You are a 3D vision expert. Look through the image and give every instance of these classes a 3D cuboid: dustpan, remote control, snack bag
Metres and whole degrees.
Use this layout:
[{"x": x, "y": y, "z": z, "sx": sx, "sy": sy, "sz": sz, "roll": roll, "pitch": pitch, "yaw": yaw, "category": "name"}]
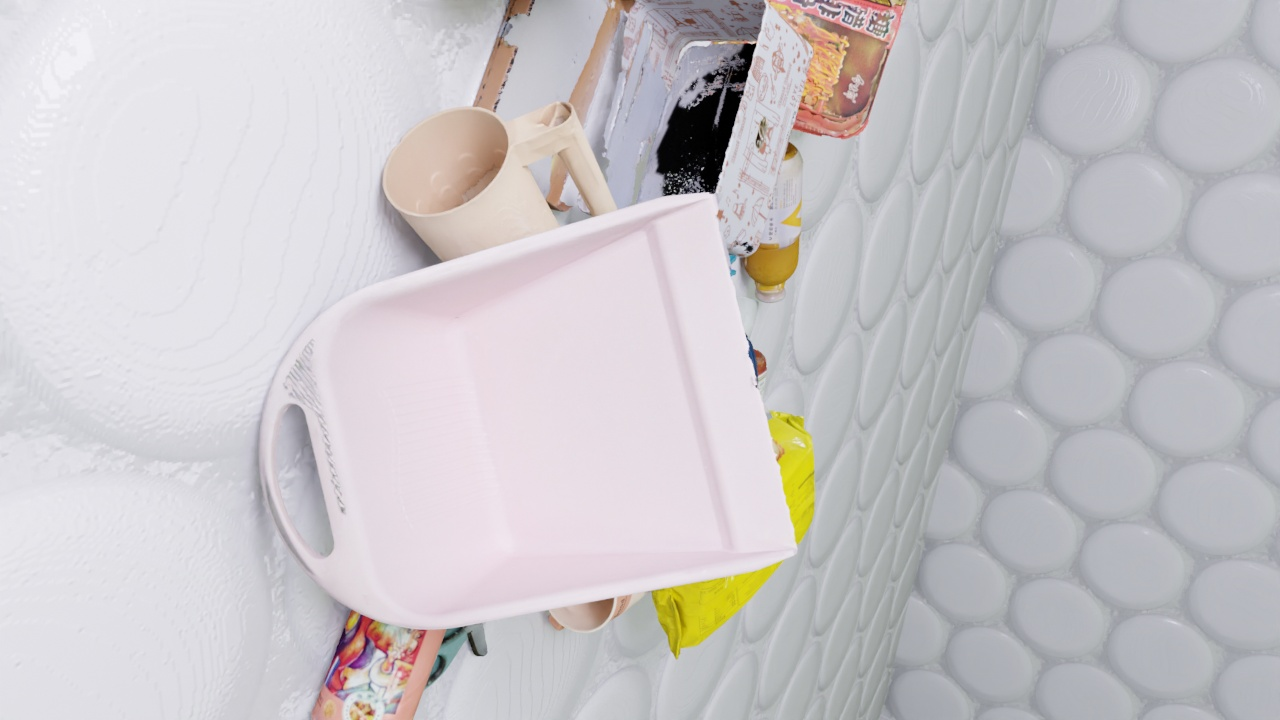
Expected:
[{"x": -0.071, "y": 0.043, "z": 0.524, "sx": 0.138, "sy": 0.274, "sz": 0.222, "roll": -9, "pitch": 82, "yaw": -62, "category": "dustpan"}, {"x": 0.100, "y": -0.050, "z": 1.059, "sx": 0.135, "sy": 0.019, "sz": 0.056, "roll": 4, "pitch": 102, "yaw": -62, "category": "remote control"}, {"x": 0.101, "y": 0.174, "z": 0.940, "sx": 0.245, "sy": 0.068, "sz": 0.158, "roll": -41, "pitch": 139, "yaw": -32, "category": "snack bag"}]

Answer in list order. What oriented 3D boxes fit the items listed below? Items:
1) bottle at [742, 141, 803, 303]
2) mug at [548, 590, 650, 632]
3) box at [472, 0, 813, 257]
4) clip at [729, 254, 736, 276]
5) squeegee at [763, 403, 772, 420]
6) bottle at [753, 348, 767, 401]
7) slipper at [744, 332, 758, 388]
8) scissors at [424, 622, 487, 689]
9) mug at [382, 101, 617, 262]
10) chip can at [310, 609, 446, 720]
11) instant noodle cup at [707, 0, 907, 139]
[{"x": 0.147, "y": -0.151, "z": 1.033, "sx": 0.067, "sy": 0.068, "sz": 0.190, "roll": -47, "pitch": 144, "yaw": -40, "category": "bottle"}, {"x": -0.042, "y": 0.219, "z": 0.902, "sx": 0.115, "sy": 0.081, "sz": 0.105, "roll": -53, "pitch": 162, "yaw": 23, "category": "mug"}, {"x": -0.002, "y": -0.193, "z": 0.656, "sx": 0.193, "sy": 0.157, "sz": 0.183, "roll": 17, "pitch": 88, "yaw": -55, "category": "box"}, {"x": 0.092, "y": -0.099, "z": 1.022, "sx": 0.056, "sy": 0.015, "sz": 0.050, "roll": -38, "pitch": 140, "yaw": -46, "category": "clip"}, {"x": -0.023, "y": -0.007, "z": 0.810, "sx": 0.246, "sy": 0.039, "sz": 0.247, "roll": -24, "pitch": 117, "yaw": -13, "category": "squeegee"}, {"x": 0.113, "y": 0.084, "z": 1.119, "sx": 0.059, "sy": 0.060, "sz": 0.206, "roll": -31, "pitch": 132, "yaw": -52, "category": "bottle"}, {"x": 0.061, "y": 0.069, "z": 0.982, "sx": 0.095, "sy": 0.105, "sz": 0.253, "roll": -22, "pitch": 125, "yaw": -32, "category": "slipper"}, {"x": -0.150, "y": 0.187, "z": 0.740, "sx": 0.169, "sy": 0.019, "sz": 0.179, "roll": -13, "pitch": 116, "yaw": -58, "category": "scissors"}, {"x": -0.084, "y": -0.103, "z": 0.587, "sx": 0.103, "sy": 0.125, "sz": 0.084, "roll": 60, "pitch": 11, "yaw": -57, "category": "mug"}, {"x": -0.159, "y": 0.156, "z": 0.645, "sx": 0.071, "sy": 0.071, "sz": 0.214, "roll": 26, "pitch": 82, "yaw": -62, "category": "chip can"}, {"x": 0.158, "y": -0.310, "z": 0.887, "sx": 0.079, "sy": 0.164, "sz": 0.189, "roll": 25, "pitch": 83, "yaw": -86, "category": "instant noodle cup"}]
